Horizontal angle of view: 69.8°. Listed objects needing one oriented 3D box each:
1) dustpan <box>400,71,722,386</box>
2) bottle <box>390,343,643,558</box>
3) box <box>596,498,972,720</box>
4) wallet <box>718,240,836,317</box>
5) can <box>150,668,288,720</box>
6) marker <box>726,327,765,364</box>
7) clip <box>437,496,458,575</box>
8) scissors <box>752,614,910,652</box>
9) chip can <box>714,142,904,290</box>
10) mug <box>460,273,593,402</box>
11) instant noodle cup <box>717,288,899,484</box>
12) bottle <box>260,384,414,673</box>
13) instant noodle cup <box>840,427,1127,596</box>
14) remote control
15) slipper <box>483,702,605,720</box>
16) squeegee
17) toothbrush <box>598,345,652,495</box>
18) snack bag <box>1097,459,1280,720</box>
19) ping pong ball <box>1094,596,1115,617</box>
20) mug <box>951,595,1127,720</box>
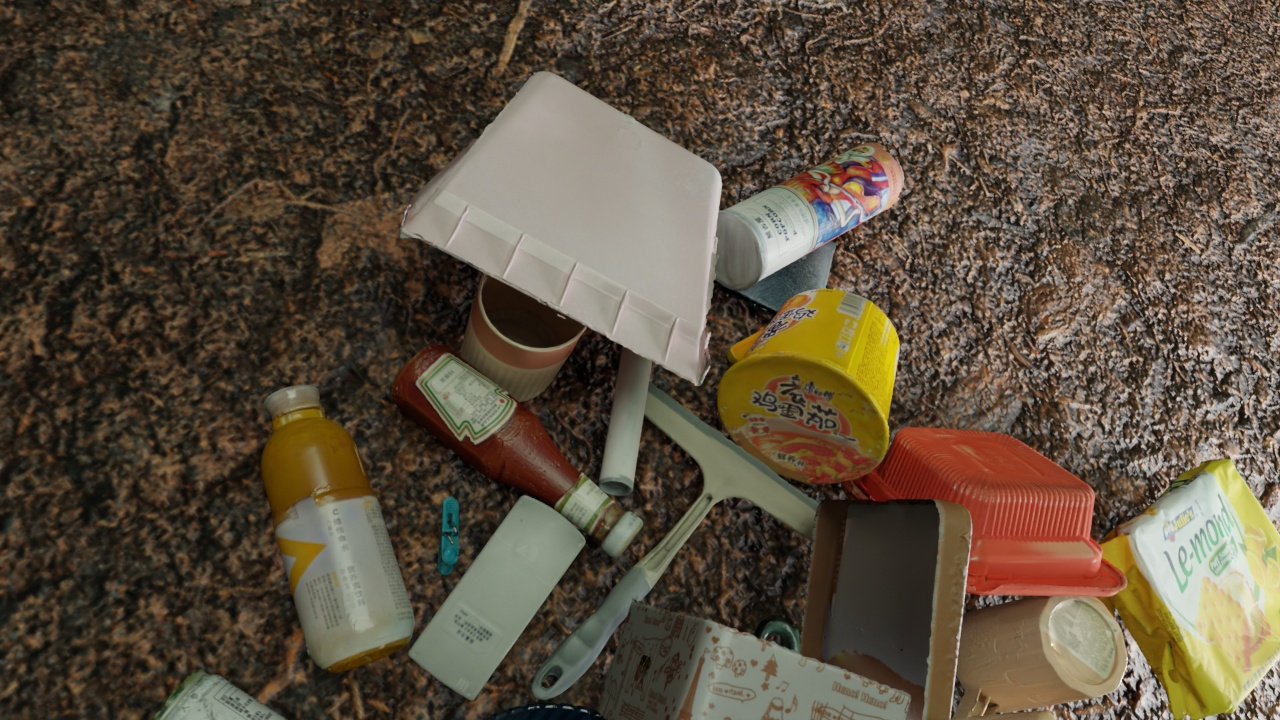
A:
[{"bbox_3d":[-0.048,-0.093,0.704,0.222,0.139,0.272,30,52,-11],"label":"dustpan"},{"bbox_3d":[-0.088,0.068,0.668,0.206,0.060,0.059,37,59,7],"label":"bottle"},{"bbox_3d":[0.090,0.158,0.567,0.157,0.183,0.193,21,75,-11],"label":"box"},{"bbox_3d":[0.129,-0.088,0.847,0.097,0.019,0.120,26,54,-7],"label":"wallet"},{"bbox_3d":[-0.219,0.247,0.547,0.146,0.058,0.058,34,59,-2],"label":"can"},{"bbox_3d":[0.124,-0.026,0.826,0.123,0.015,0.018,-27,79,-31],"label":"marker"},{"bbox_3d":[-0.137,0.124,0.657,0.015,0.050,0.056,4,55,-15],"label":"clip"},{"bbox_3d":[0.172,0.252,0.710,0.178,0.019,0.170,-27,76,-29],"label":"scissors"},{"bbox_3d":[0.150,-0.134,0.829,0.214,0.071,0.071,-30,78,-35],"label":"chip can"},{"bbox_3d":[-0.077,-0.027,0.700,0.114,0.106,0.081,-18,73,-26],"label":"mug"},{"bbox_3d":[0.145,0.015,0.749,0.138,0.138,0.109,35,48,-2],"label":"instant noodle cup"},{"bbox_3d":[-0.208,0.107,0.611,0.068,0.068,0.189,-15,72,-25],"label":"bottle"},{"bbox_3d":[0.267,0.111,0.720,0.164,0.188,0.079,4,110,-19],"label":"instant noodle cup"},{"bbox_3d":[-0.096,0.159,0.625,0.056,0.019,0.135,35,84,0],"label":"remote control"},{"bbox_3d":[-0.006,0.300,0.584,0.253,0.105,0.095,15,102,3],"label":"slipper"},{"bbox_3d":[0.005,0.156,0.682,0.246,0.039,0.245,36,60,16],"label":"squeegee"},{"bbox_3d":[-0.004,0.004,0.739,0.026,0.027,0.220,-3,55,18],"label":"toothbrush"},{"bbox_3d":[0.488,0.193,0.803,0.245,0.068,0.158,-16,74,-37],"label":"snack bag"},{"bbox_3d":[0.387,0.211,0.792,0.040,0.040,0.040,8,63,-16],"label":"ping pong ball"},{"bbox_3d":[0.299,0.240,0.710,0.084,0.104,0.124,42,59,2],"label":"mug"}]
